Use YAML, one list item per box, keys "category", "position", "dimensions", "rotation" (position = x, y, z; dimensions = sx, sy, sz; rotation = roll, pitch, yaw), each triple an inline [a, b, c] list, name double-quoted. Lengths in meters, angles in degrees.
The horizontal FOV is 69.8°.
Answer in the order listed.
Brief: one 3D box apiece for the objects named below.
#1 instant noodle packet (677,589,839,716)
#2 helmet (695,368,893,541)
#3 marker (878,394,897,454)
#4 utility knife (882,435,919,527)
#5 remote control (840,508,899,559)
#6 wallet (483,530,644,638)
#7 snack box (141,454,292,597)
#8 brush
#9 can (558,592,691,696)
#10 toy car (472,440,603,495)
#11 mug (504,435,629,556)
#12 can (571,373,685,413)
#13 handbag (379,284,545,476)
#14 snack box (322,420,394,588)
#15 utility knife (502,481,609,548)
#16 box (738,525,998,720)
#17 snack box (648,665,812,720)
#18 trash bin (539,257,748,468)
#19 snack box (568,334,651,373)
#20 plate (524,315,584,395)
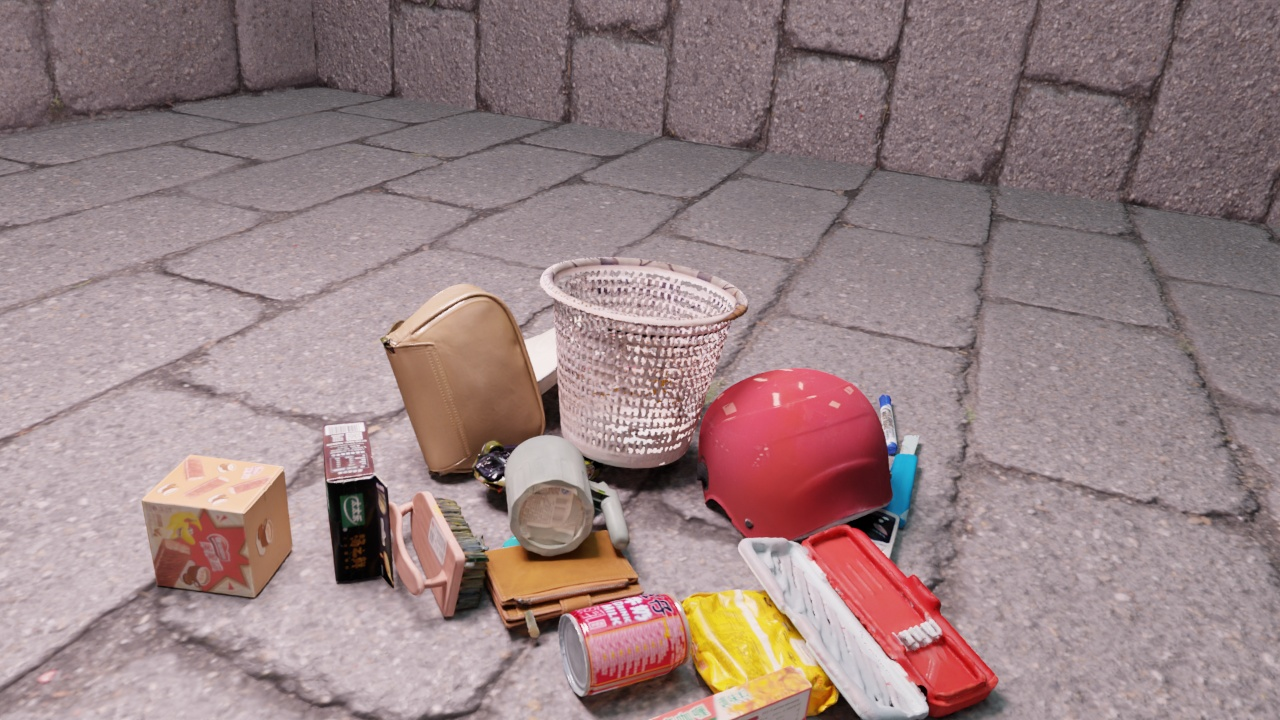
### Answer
- category: "instant noodle packet"
  position: [0.094, 0.244, 0.763]
  dimensions: [0.110, 0.044, 0.128]
  rotation: [-1, 27, -15]
- category: "helmet"
  position: [0.158, 0.077, 1.001]
  dimensions: [0.206, 0.144, 0.240]
  rotation: [-15, 25, -19]
- category: "marker"
  position: [0.321, 0.082, 1.190]
  dimensions: [0.017, 0.017, 0.145]
  rotation: [8, 25, 8]
- category: "utility knife"
  position: [0.307, 0.132, 1.072]
  dimensions: [0.034, 0.018, 0.207]
  rotation: [12, 27, 19]
- category: "remote control"
  position: [0.224, 0.191, 0.927]
  dimensions: [0.058, 0.021, 0.149]
  rotation: [13, 27, 18]
- category: "wallet"
  position: [-0.073, 0.199, 0.841]
  dimensions: [0.130, 0.035, 0.119]
  rotation: [-6, 24, -21]
- category: "snack box"
  position: [-0.379, 0.149, 0.829]
  dimensions: [0.094, 0.093, 0.077]
  rotation: [6, 25, 4]
- category: "brush"
  position: [-0.195, 0.169, 0.852]
  dimensions: [0.073, 0.063, 0.145]
  rotation: [2, 22, -30]
- category: "can"
  position: [-0.013, 0.229, 0.748]
  dimensions: [0.093, 0.067, 0.066]
  rotation: [-7, 27, -24]
- category: "toy car"
  position: [-0.109, 0.117, 1.003]
  dimensions: [0.157, 0.042, 0.070]
  rotation: [0, 22, -43]
- category: "mug"
  position: [-0.070, 0.136, 0.887]
  dimensions: [0.124, 0.084, 0.103]
  rotation: [23, 12, -14]
- category: "can"
  position: [-0.021, 0.046, 1.159]
  dimensions: [0.146, 0.058, 0.058]
  rotation: [0, 25, -10]
- category: "handbag"
  position: [-0.194, 0.023, 1.016]
  dimensions: [0.147, 0.205, 0.100]
  rotation: [-24, 23, -25]
- category: "snack box"
  position: [-0.264, 0.135, 0.855]
  dimensions: [0.053, 0.113, 0.125]
  rotation: [-5, 26, -18]
- category: "utility knife"
  position: [-0.091, 0.167, 0.937]
  dimensions: [0.029, 0.013, 0.177]
  rotation: [24, 34, 35]
- category: "box"
  position: [0.189, 0.222, 0.792]
  dimensions: [0.160, 0.050, 0.201]
  rotation: [-1, 33, -31]
- category: "snack box"
  position: [0.049, 0.275, 0.646]
  dimensions: [0.155, 0.077, 0.027]
  rotation: [-9, 28, -28]
- category: "trash bin"
  position: [-0.006, 0.005, 1.030]
  dimensions: [0.227, 0.192, 0.227]
  rotation: [6, 21, -3]
- category: "snack box"
  position: [-0.059, 0.006, 1.257]
  dimensions: [0.127, 0.044, 0.113]
  rotation: [-1, 26, -14]
- category: "plate"
  position: [-0.143, 0.015, 1.167]
  dimensions: [0.164, 0.034, 0.163]
  rotation: [-22, 24, 29]
